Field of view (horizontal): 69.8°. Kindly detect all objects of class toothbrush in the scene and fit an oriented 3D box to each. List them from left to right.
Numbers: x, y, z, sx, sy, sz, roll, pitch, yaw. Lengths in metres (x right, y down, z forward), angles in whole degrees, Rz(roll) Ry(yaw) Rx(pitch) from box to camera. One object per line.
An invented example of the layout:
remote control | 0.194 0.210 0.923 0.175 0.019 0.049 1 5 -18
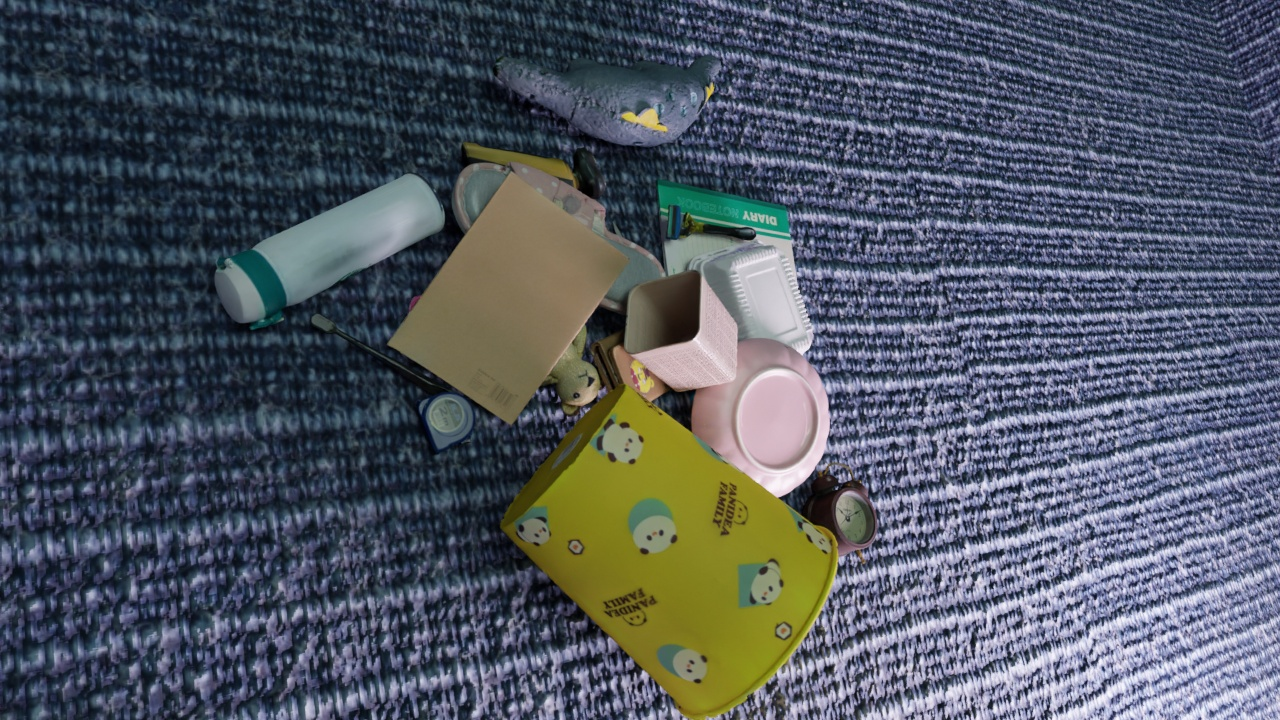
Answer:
toothbrush | -0.243 0.005 0.902 0.181 0.018 0.015 33 73 -21

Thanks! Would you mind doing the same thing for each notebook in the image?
notebook | -0.130 -0.059 0.921 0.149 0.012 0.211 35 91 -13
notebook | 0.115 -0.150 1.189 0.208 0.012 0.150 6 69 -30

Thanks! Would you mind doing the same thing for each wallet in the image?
wallet | -0.006 0.006 1.014 0.115 0.033 0.090 -28 96 -59

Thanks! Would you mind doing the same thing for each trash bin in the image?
trash bin | 0.019 0.173 0.890 0.255 0.230 0.228 41 56 -7

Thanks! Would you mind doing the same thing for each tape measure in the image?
tape measure | -0.191 0.059 0.905 0.054 0.025 0.058 -22 92 -27

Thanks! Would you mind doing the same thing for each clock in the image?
clock | 0.243 0.185 1.122 0.082 0.055 0.121 16 63 -27

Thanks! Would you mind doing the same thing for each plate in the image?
plate | 0.149 0.069 1.064 0.192 0.039 0.192 1 88 -28

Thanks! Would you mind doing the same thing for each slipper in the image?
slipper | -0.074 -0.126 0.979 0.274 0.055 0.114 27 65 -31

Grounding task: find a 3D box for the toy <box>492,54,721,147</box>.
toy | -0.013 -0.324 1.122 0.355 0.092 0.137 -13 68 -37

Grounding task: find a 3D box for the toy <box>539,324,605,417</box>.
toy | -0.097 -0.016 0.966 0.105 0.066 0.157 -46 110 -25

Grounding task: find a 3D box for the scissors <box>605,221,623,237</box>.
scissors | -0.001 -0.082 1.088 0.173 0.014 0.142 34 57 -18

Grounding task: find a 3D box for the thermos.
thermos | -0.294 -0.106 0.878 0.223 0.073 0.073 -37 94 -36

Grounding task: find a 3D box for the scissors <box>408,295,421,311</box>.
scissors | -0.184 -0.068 0.967 0.064 0.017 0.135 50 51 -8

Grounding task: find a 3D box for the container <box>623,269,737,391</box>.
container | 0.050 -0.027 1.001 0.111 0.090 0.090 42 43 -48

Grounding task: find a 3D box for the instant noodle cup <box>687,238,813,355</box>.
instant noodle cup | 0.146 -0.065 1.135 0.137 0.060 0.173 -20 89 -33

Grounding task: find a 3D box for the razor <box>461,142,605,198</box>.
razor | -0.121 -0.218 1.038 0.167 0.062 0.067 8 100 -25

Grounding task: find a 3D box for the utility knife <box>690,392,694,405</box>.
utility knife | 0.097 0.127 1.073 0.034 0.018 0.202 -9 79 -35

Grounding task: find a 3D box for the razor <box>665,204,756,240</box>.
razor | 0.088 -0.167 1.156 0.142 0.022 0.042 2 95 -33
